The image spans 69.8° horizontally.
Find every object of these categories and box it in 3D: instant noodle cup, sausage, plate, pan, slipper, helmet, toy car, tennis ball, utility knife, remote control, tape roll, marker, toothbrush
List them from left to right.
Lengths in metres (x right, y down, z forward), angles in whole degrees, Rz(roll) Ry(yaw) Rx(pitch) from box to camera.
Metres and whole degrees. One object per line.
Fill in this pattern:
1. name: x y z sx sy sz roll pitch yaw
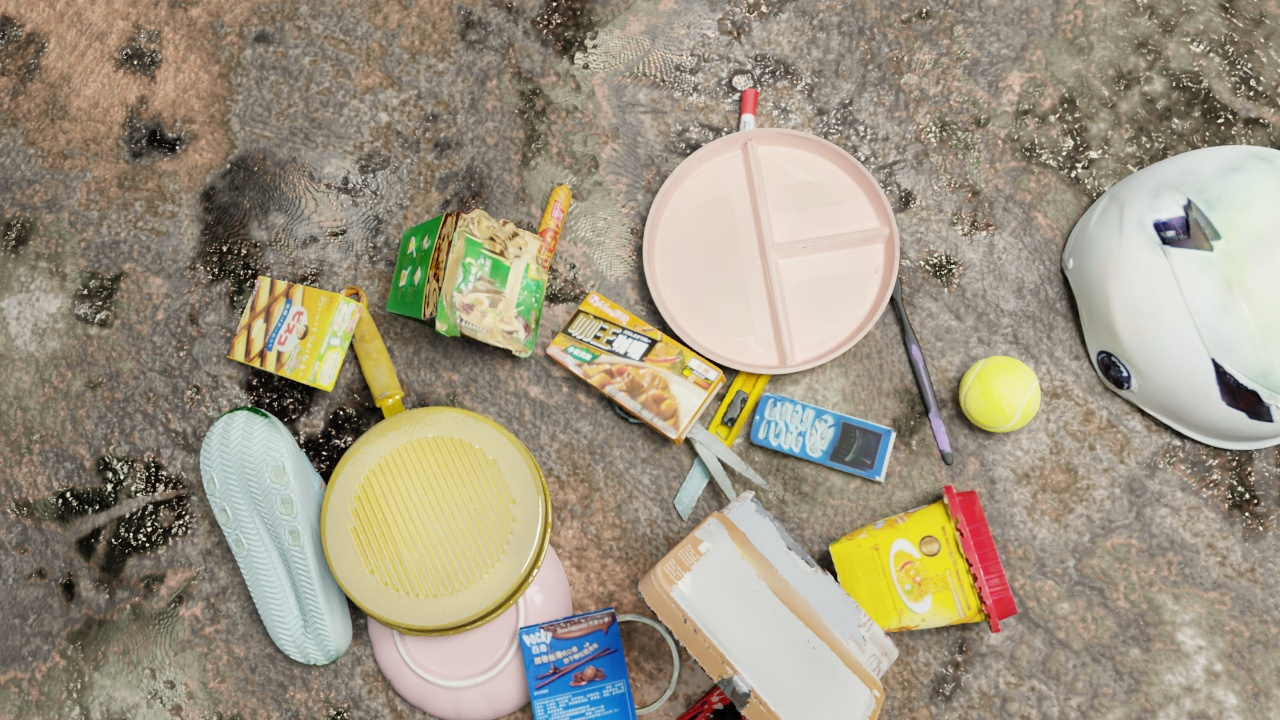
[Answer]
1. slipper: -0.316 0.156 0.836 0.104 0.074 0.245 -16 95 24
2. pan: -0.212 0.072 0.830 0.197 0.078 0.357 -24 75 -9
3. plate: -0.159 0.227 0.823 0.192 0.039 0.192 -1 80 7
4. sausage: -0.097 -0.096 0.882 0.021 0.021 0.165 16 83 10
5. tape roll: -0.008 0.268 0.809 0.086 0.014 0.085 -1 80 7
6. toy car: 0.052 0.322 0.784 0.106 0.031 0.049 -40 77 1
7. utility knife: 0.089 0.045 0.835 0.033 0.015 0.223 28 85 14
8. marker: 0.098 -0.189 0.876 0.017 0.017 0.145 5 81 8
9. plate: 0.117 -0.099 0.835 0.229 0.028 0.229 -1 81 4
10. remote control: 0.162 0.068 0.817 0.125 0.024 0.049 17 83 7
11. toothbrush: 0.250 0.003 0.826 0.014 0.016 0.189 -17 81 16
12. instant noodle cup: 0.228 0.170 0.752 0.124 0.116 0.116 -18 78 15
13. tennis ball: 0.307 0.029 0.784 0.065 0.065 0.065 -1 80 7
14. helmet: 0.488 -0.060 0.736 0.229 0.146 0.258 -22 78 3

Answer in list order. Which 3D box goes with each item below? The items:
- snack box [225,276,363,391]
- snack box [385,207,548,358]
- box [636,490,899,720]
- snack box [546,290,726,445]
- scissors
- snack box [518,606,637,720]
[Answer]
1. snack box: -0.328 -0.027 0.866 0.141 0.033 0.087 14 81 35
2. snack box: -0.164 -0.068 0.838 0.106 0.118 0.117 2 78 39
3. box: 0.094 0.199 0.681 0.136 0.269 0.179 -42 79 -5
4. snack box: -0.005 0.005 0.834 0.154 0.026 0.075 33 82 22
5. scissors: 0.046 0.056 0.827 0.164 0.014 0.164 5 73 16
6. snack box: -0.048 0.296 0.778 0.084 0.026 0.157 -11 84 -7
